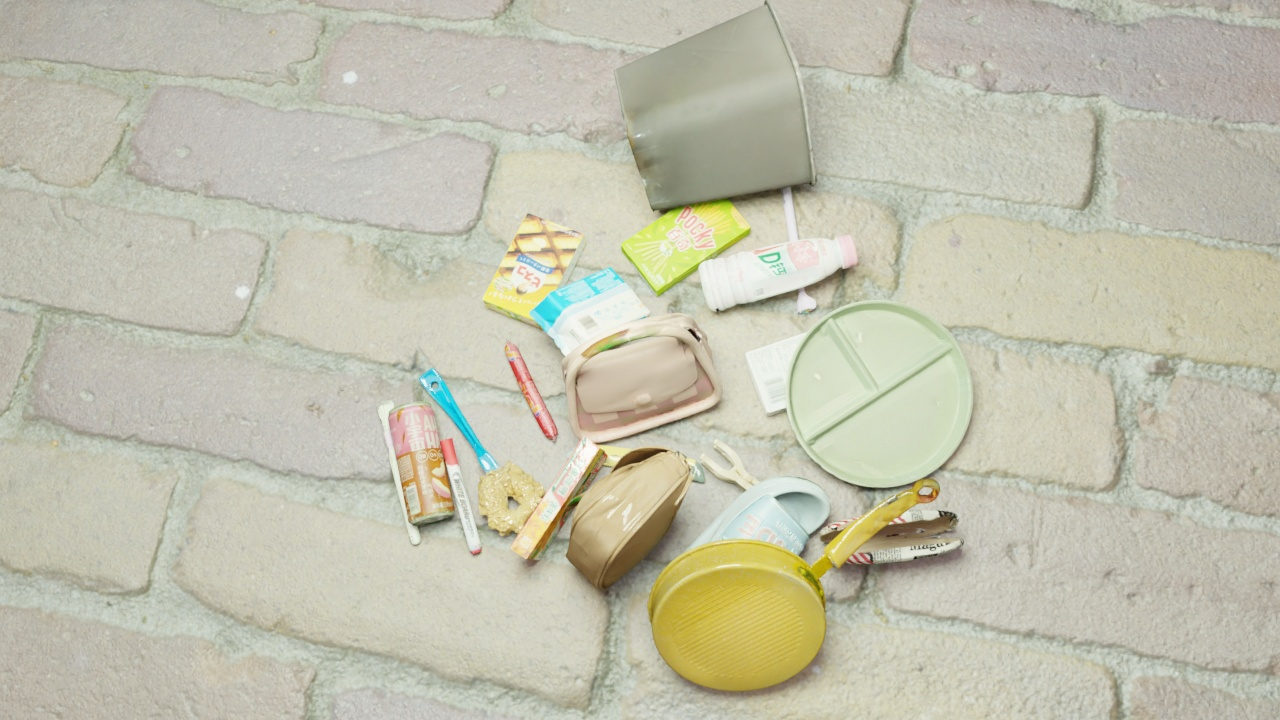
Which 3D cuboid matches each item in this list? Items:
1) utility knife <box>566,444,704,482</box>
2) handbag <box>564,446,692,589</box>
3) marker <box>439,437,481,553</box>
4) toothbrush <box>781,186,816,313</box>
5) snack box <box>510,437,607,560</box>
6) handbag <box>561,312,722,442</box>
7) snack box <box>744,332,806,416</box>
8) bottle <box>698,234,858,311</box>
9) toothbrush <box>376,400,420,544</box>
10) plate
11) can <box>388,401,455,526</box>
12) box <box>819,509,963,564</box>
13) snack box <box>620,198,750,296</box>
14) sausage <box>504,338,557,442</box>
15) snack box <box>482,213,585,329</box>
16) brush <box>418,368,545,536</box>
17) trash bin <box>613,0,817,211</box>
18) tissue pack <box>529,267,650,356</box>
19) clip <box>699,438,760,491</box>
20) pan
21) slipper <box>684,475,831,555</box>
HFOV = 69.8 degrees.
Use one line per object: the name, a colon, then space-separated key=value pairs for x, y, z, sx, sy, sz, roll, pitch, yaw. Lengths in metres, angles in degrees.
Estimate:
utility knife: x=-0.005 y=0.128 z=1.153 sx=0.177 sy=0.019 sz=0.031 roll=6 pitch=70 yaw=11
handbag: x=-0.020 y=0.176 z=1.042 sx=0.100 sy=0.205 sz=0.147 roll=44 pitch=64 yaw=13
marker: x=-0.222 y=0.167 z=1.135 sx=0.017 sy=0.017 sz=0.145 roll=-16 pitch=86 yaw=-1
toothbrush: x=0.207 y=-0.153 z=1.219 sx=0.029 sy=0.021 sz=0.189 roll=-18 pitch=68 yaw=32
snack box: x=-0.096 y=0.168 z=1.105 sx=0.027 sy=0.077 sz=0.155 roll=32 pitch=82 yaw=11
handbag: x=-0.006 y=0.006 z=1.071 sx=0.193 sy=0.234 sz=0.093 roll=-17 pitch=68 yaw=0
snack box: x=0.219 y=0.007 z=1.164 sx=0.157 sy=0.027 sz=0.084 roll=-18 pitch=73 yaw=-2
bottle: x=0.176 y=-0.116 z=1.171 sx=0.197 sy=0.068 sz=0.068 roll=-13 pitch=72 yaw=9
toothbrush: x=-0.305 y=0.142 z=1.165 sx=0.029 sy=0.020 sz=0.189 roll=-27 pitch=71 yaw=27
plate: x=0.290 y=0.040 z=1.126 sx=0.230 sy=0.027 sz=0.230 roll=0 pitch=86 yaw=0
can: x=-0.273 y=0.128 z=1.143 sx=0.058 sy=0.058 sz=0.147 roll=-15 pitch=74 yaw=-1
box: x=0.295 y=0.220 z=1.076 sx=0.163 sy=0.075 sz=0.076 roll=-8 pitch=66 yaw=0
snack box: x=0.061 y=-0.163 z=1.229 sx=0.156 sy=0.026 sz=0.085 roll=-34 pitch=74 yaw=-7
sausage: x=-0.143 y=0.038 z=1.185 sx=0.020 sy=0.020 sz=0.155 roll=-27 pitch=73 yaw=-4
snack box: x=-0.141 y=-0.120 z=1.228 sx=0.087 sy=0.034 sz=0.140 roll=22 pitch=77 yaw=11
brush: x=-0.207 y=0.112 z=1.161 sx=0.083 sy=0.046 sz=0.254 roll=-37 pitch=70 yaw=-3
trash bin: x=0.095 y=-0.312 z=1.183 sx=0.220 sy=0.199 sz=0.198 roll=-16 pitch=51 yaw=7
tissue pack: x=-0.061 y=-0.056 z=1.166 sx=0.139 sy=0.063 sz=0.090 roll=-29 pitch=70 yaw=-36
clip: x=0.118 y=0.138 z=1.114 sx=0.103 sy=0.076 sz=0.034 roll=40 pitch=79 yaw=25
pan: x=0.172 y=0.236 z=1.005 sx=0.358 sy=0.078 sz=0.198 roll=-32 pitch=114 yaw=17
slipper: x=0.120 y=0.228 z=1.059 sx=0.245 sy=0.104 sz=0.074 roll=-40 pitch=33 yaw=-4
